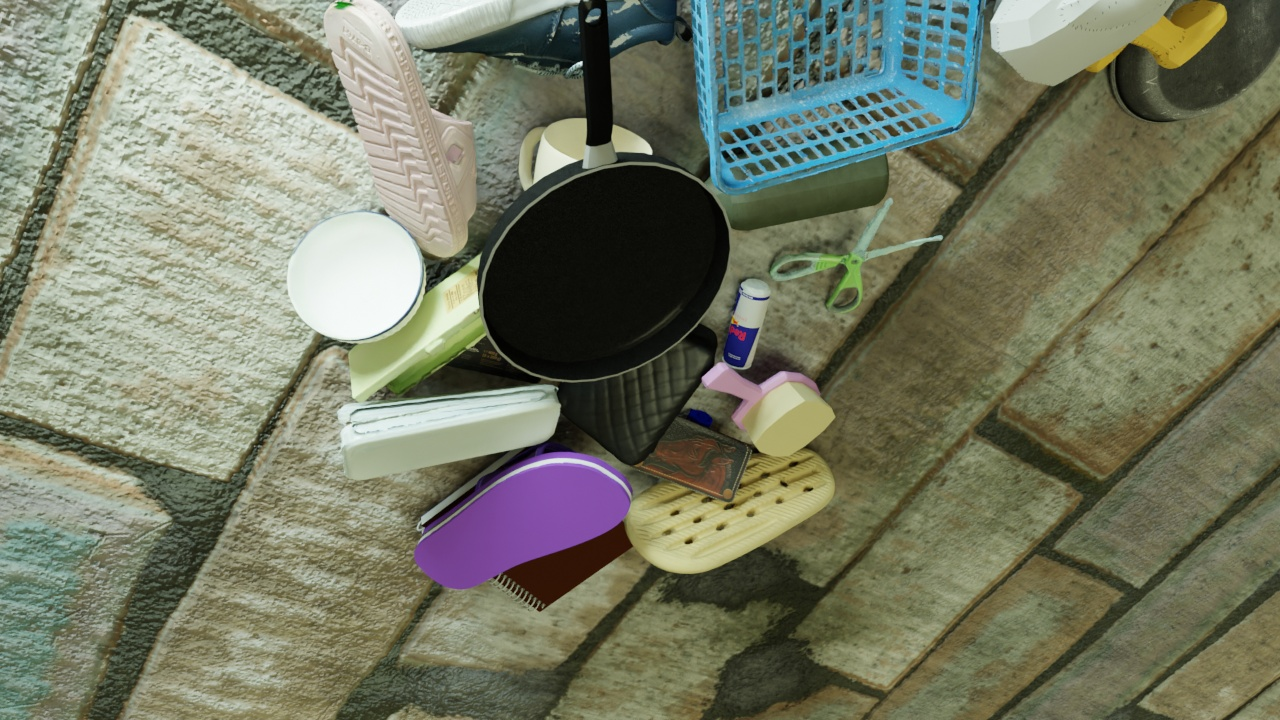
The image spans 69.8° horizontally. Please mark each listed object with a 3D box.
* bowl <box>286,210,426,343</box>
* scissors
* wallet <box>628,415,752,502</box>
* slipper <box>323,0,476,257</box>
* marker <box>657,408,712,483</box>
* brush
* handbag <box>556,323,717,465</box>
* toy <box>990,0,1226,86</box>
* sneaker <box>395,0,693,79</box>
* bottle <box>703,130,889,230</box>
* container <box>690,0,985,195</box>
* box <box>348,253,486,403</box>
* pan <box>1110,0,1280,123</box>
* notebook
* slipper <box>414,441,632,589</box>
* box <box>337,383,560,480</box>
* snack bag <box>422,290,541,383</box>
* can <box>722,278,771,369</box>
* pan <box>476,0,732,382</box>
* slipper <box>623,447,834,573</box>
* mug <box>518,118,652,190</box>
[{"bbox_3d":[-0.245,-0.068,0.817,0.118,0.118,0.062,-16,168,-3],"label":"bowl"},{"bbox_3d":[0.207,-0.101,0.914,0.160,0.024,0.172,13,142,-1],"label":"scissors"},{"bbox_3d":[0.054,0.103,1.005,0.123,0.019,0.072,21,94,1],"label":"wallet"},{"bbox_3d":[-0.180,-0.186,0.746,0.064,0.094,0.240,-46,148,-29],"label":"slipper"},{"bbox_3d":[0.043,0.116,1.050,0.027,0.023,0.133,24,117,-3],"label":"marker"},{"bbox_3d":[0.132,0.048,0.955,0.089,0.043,0.228,-42,150,15],"label":"brush"},{"bbox_3d":[-0.005,0.006,0.942,0.125,0.114,0.154,32,116,-5],"label":"handbag"},{"bbox_3d":[0.362,-0.343,0.749,0.267,0.141,0.246,37,84,-31],"label":"toy"},{"bbox_3d":[-0.072,-0.267,0.730,0.235,0.089,0.087,-14,130,-10],"label":"sneaker"},{"bbox_3d":[0.122,-0.161,0.854,0.206,0.071,0.071,-12,125,-6],"label":"bottle"},{"bbox_3d":[0.144,-0.335,0.711,0.256,0.089,0.363,-18,127,-15],"label":"container"},{"bbox_3d":[-0.176,-0.026,0.853,0.188,0.091,0.083,-33,140,13],"label":"box"},{"bbox_3d":[0.506,-0.370,0.830,0.187,0.055,0.357,-29,129,6],"label":"pan"},{"bbox_3d":[-0.125,0.198,1.065,0.172,0.022,0.209,-37,124,9],"label":"notebook"},{"bbox_3d":[-0.126,0.152,0.982,0.267,0.083,0.107,-31,115,27],"label":"slipper"},{"bbox_3d":[-0.179,0.071,0.873,0.215,0.122,0.083,-6,95,-14],"label":"box"},{"bbox_3d":[-0.162,-0.021,0.909,0.155,0.018,0.075,13,120,-22],"label":"snack bag"},{"bbox_3d":[0.111,-0.038,0.957,0.032,0.032,0.095,1,123,-15],"label":"can"},{"bbox_3d":[-0.031,-0.121,0.736,0.225,0.034,0.357,-16,136,-14],"label":"pan"},{"bbox_3d":[0.104,0.176,1.048,0.261,0.111,0.079,-18,149,-22],"label":"slipper"},{"bbox_3d":[-0.056,-0.151,0.809,0.120,0.096,0.100,26,128,14],"label":"mug"}]
